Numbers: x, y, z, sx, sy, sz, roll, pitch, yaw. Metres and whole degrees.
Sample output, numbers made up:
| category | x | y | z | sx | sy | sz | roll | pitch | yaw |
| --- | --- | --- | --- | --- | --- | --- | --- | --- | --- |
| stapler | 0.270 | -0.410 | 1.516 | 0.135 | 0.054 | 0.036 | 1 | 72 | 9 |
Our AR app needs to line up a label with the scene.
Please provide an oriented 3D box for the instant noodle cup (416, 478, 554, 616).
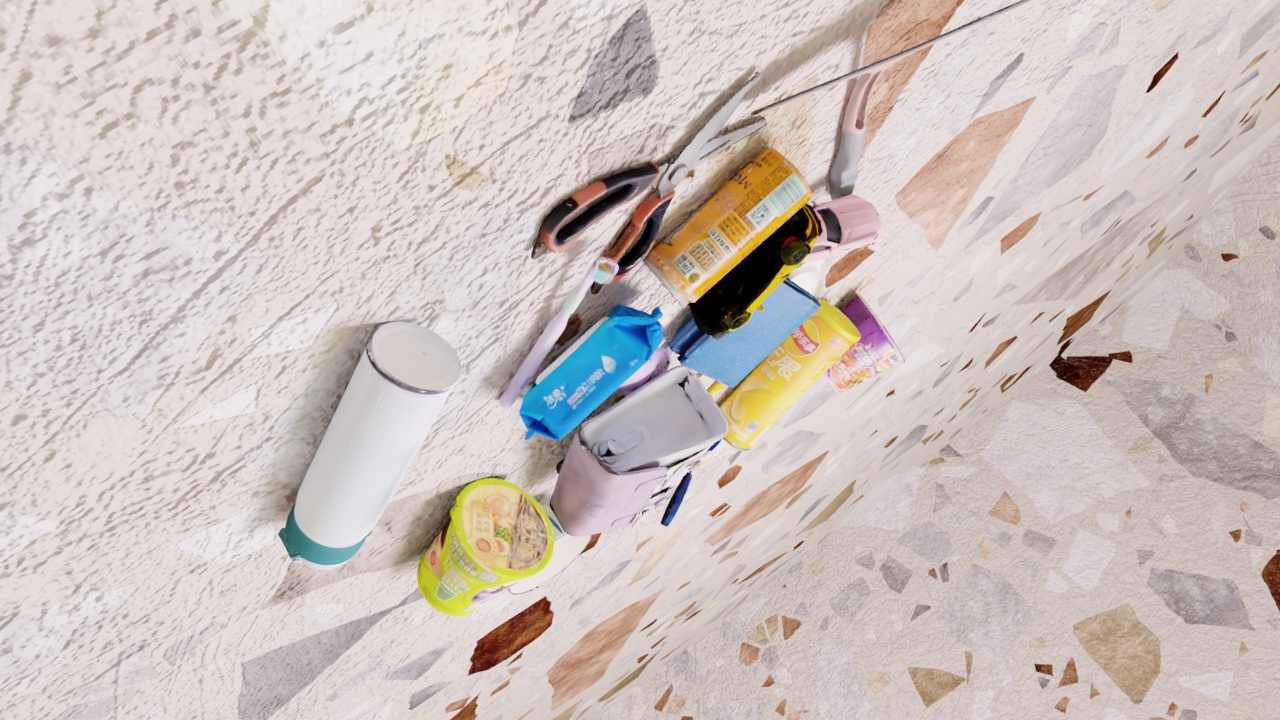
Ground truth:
| category | x | y | z | sx | sy | sz | roll | pitch | yaw |
| --- | --- | --- | --- | --- | --- | --- | --- | --- | --- |
| instant noodle cup | -0.167 | 0.200 | 0.936 | 0.111 | 0.111 | 0.124 | -9 | 150 | -50 |

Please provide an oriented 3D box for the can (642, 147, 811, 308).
| category | x | y | z | sx | sy | sz | roll | pitch | yaw |
| --- | --- | --- | --- | --- | --- | --- | --- | --- | --- |
| can | 0.074 | -0.112 | 0.780 | 0.146 | 0.058 | 0.058 | -41 | 157 | 4 |

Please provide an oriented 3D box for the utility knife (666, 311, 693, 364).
| category | x | y | z | sx | sy | sz | roll | pitch | yaw |
| --- | --- | --- | --- | --- | --- | --- | --- | --- | --- |
| utility knife | 0.014 | 0.023 | 0.993 | 0.029 | 0.013 | 0.224 | -20 | 150 | -37 |

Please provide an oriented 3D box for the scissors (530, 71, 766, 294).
| category | x | y | z | sx | sy | sz | roll | pitch | yaw |
| --- | --- | --- | --- | --- | --- | --- | --- | --- | --- |
| scissors | 0.009 | -0.131 | 0.706 | 0.188 | 0.015 | 0.228 | -12 | 144 | -48 |

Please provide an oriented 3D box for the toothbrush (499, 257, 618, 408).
| category | x | y | z | sx | sy | sz | roll | pitch | yaw |
| --- | --- | --- | --- | --- | --- | --- | --- | --- | --- |
| toothbrush | -0.074 | -0.017 | 0.761 | 0.029 | 0.021 | 0.190 | -8 | 148 | -43 |

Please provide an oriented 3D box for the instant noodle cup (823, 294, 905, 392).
| category | x | y | z | sx | sy | sz | roll | pitch | yaw |
| --- | --- | --- | --- | --- | --- | --- | --- | --- | --- |
| instant noodle cup | 0.280 | -0.016 | 1.218 | 0.099 | 0.111 | 0.111 | -36 | 158 | 8 |

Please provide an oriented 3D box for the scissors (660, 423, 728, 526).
| category | x | y | z | sx | sy | sz | roll | pitch | yaw |
| --- | --- | --- | --- | --- | --- | --- | --- | --- | --- |
| scissors | 0.060 | 0.121 | 1.043 | 0.162 | 0.012 | 0.173 | -60 | -179 | -27 |

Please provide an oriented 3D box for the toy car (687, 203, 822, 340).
| category | x | y | z | sx | sy | sz | roll | pitch | yaw |
| --- | --- | --- | --- | --- | --- | --- | --- | --- | --- |
| toy car | 0.101 | -0.087 | 0.854 | 0.041 | 0.071 | 0.156 | -3 | 140 | -49 |

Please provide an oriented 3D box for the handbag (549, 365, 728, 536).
| category | x | y | z | sx | sy | sz | roll | pitch | yaw |
| --- | --- | --- | --- | --- | --- | --- | --- | --- | --- |
| handbag | -0.010 | 0.105 | 0.942 | 0.144 | 0.098 | 0.197 | -23 | 161 | -25 |

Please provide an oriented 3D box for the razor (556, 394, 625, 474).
| category | x | y | z | sx | sy | sz | roll | pitch | yaw |
| --- | --- | --- | --- | --- | --- | --- | --- | --- | --- |
| razor | -0.046 | 0.075 | 0.988 | 0.143 | 0.022 | 0.042 | -44 | 163 | 24 |

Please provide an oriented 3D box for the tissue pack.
| category | x | y | z | sx | sy | sz | roll | pitch | yaw |
| --- | --- | --- | --- | --- | --- | --- | --- | --- | --- |
| tissue pack | -0.041 | 0.004 | 0.797 | 0.157 | 0.052 | 0.095 | -42 | -174 | 8 |

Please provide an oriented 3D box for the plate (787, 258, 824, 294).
| category | x | y | z | sx | sy | sz | roll | pitch | yaw |
| --- | --- | --- | --- | --- | --- | --- | --- | --- | --- |
| plate | 0.141 | -0.066 | 0.998 | 0.164 | 0.034 | 0.164 | -45 | 157 | 10 |

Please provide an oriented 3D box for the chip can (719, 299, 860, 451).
| category | x | y | z | sx | sy | sz | roll | pitch | yaw |
| --- | --- | --- | --- | --- | --- | --- | --- | --- | --- |
| chip can | 0.183 | 0.022 | 1.173 | 0.214 | 0.072 | 0.072 | -50 | 155 | 22 |

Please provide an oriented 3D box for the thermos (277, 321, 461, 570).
| category | x | y | z | sx | sy | sz | roll | pitch | yaw |
| --- | --- | --- | --- | --- | --- | --- | --- | --- | --- |
| thermos | -0.205 | 0.073 | 0.685 | 0.073 | 0.073 | 0.225 | -11 | 144 | -49 |

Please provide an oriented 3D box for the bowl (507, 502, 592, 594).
| category | x | y | z | sx | sy | sz | roll | pitch | yaw |
| --- | --- | --- | --- | --- | --- | --- | --- | --- | --- |
| bowl | -0.121 | 0.207 | 1.058 | 0.116 | 0.066 | 0.117 | -34 | 157 | -17 |

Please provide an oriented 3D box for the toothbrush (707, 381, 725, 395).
| category | x | y | z | sx | sy | sz | roll | pitch | yaw |
| --- | --- | --- | --- | --- | --- | --- | --- | --- | --- |
| toothbrush | 0.106 | 0.027 | 1.134 | 0.191 | 0.018 | 0.016 | -45 | 158 | 12 |

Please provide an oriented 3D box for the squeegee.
| category | x | y | z | sx | sy | sz | roll | pitch | yaw |
| --- | --- | --- | --- | --- | --- | --- | --- | --- | --- |
| squeegee | 0.194 | -0.207 | 0.815 | 0.247 | 0.040 | 0.250 | -24 | 161 | -6 |

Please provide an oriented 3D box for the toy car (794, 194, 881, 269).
| category | x | y | z | sx | sy | sz | roll | pitch | yaw |
| --- | --- | --- | --- | --- | --- | --- | --- | --- | --- |
| toy car | 0.173 | -0.125 | 0.880 | 0.122 | 0.056 | 0.037 | -16 | 170 | -7 |

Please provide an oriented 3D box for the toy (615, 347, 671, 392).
| category | x | y | z | sx | sy | sz | roll | pitch | yaw |
| --- | --- | --- | --- | --- | --- | --- | --- | --- | --- |
| toy | -0.005 | 0.005 | 0.898 | 0.084 | 0.039 | 0.108 | -41 | 158 | 14 |

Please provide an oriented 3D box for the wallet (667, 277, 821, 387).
| category | x | y | z | sx | sy | sz | roll | pitch | yaw |
| --- | --- | --- | --- | --- | --- | --- | --- | --- | --- |
| wallet | 0.105 | -0.035 | 0.932 | 0.106 | 0.040 | 0.133 | 25 | 118 | -41 |
